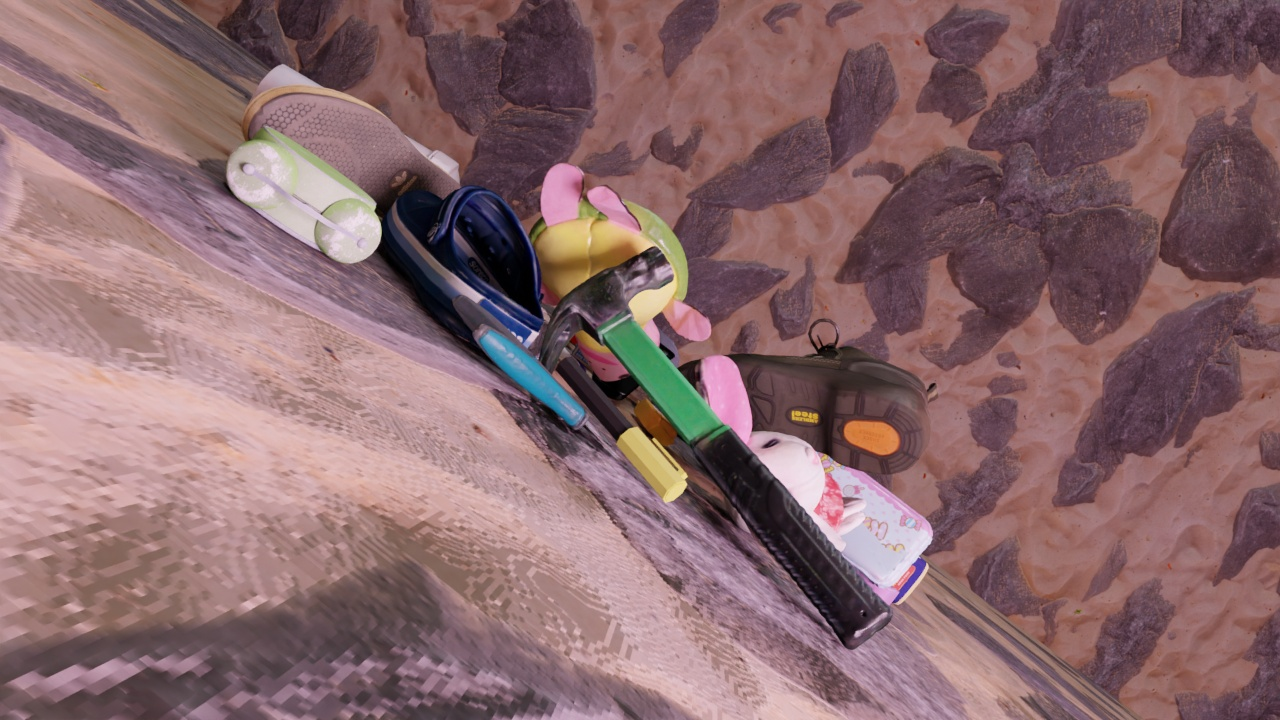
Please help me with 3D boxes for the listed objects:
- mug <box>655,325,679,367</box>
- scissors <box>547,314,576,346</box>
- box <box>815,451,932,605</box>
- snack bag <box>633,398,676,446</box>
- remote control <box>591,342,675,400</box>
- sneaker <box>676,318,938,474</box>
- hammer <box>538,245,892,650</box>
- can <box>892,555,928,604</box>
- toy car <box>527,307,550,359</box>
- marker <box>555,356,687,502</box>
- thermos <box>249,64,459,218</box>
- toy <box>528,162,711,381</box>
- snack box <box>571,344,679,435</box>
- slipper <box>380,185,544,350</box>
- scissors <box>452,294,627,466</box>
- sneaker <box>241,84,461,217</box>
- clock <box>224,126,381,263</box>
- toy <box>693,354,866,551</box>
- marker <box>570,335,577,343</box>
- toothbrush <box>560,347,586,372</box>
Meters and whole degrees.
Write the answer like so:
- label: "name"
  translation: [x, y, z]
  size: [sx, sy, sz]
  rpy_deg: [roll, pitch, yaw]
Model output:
- label: "mug"
  translation: [0.006, 0.008, 1.137]
  size: [0.124, 0.084, 0.104]
  rpy_deg: [63, 11, 21]
- label: "scissors"
  translation: [-0.154, -0.080, 1.120]
  size: [0.201, 0.015, 0.201]
  rpy_deg: [39, 2, 11]
- label: "box"
  translation: [0.163, 0.124, 0.848]
  size: [0.214, 0.092, 0.089]
  rpy_deg: [38, 4, 29]
- label: "snack bag"
  translation: [0.013, 0.057, 0.855]
  size: [0.026, 0.020, 0.099]
  rpy_deg: [44, 1, -16]
- label: "remote control"
  translation: [-0.006, 0.005, 0.931]
  size: [0.041, 0.020, 0.151]
  rpy_deg: [37, 27, 9]
- label: "sneaker"
  translation: [0.147, 0.019, 0.807]
  size: [0.238, 0.101, 0.142]
  rpy_deg: [8, 27, 30]
- label: "hammer"
  translation: [0.045, 0.052, 0.607]
  size: [0.318, 0.130, 0.032]
  rpy_deg: [50, -19, 31]
- label: "can"
  translation: [0.246, 0.202, 0.969]
  size: [0.092, 0.056, 0.116]
  rpy_deg: [38, 3, 11]
- label: "toy car"
  translation: [-0.091, -0.021, 0.735]
  size: [0.039, 0.039, 0.113]
  rpy_deg: [15, 7, -8]
- label: "marker"
  translation: [-0.014, 0.040, 0.590]
  size: [0.124, 0.021, 0.017]
  rpy_deg: [47, -8, 30]
- label: "thermos"
  translation: [-0.279, -0.202, 0.919]
  size: [0.220, 0.099, 0.099]
  rpy_deg: [31, 4, -9]
- label: "toy"
  translation: [-0.026, -0.067, 0.785]
  size: [0.190, 0.087, 0.238]
  rpy_deg: [8, -37, 17]
- label: "snack box"
  translation: [0.022, 0.032, 1.020]
  size: [0.207, 0.056, 0.057]
  rpy_deg: [37, 5, 2]
- label: "slipper"
  translation: [-0.124, -0.078, 0.700]
  size: [0.105, 0.095, 0.253]
  rpy_deg: [32, 8, -33]
- label: "scissors"
  translation: [-0.064, 0.011, 0.561]
  size: [0.156, 0.019, 0.124]
  rpy_deg: [44, -2, 8]
- label: "sneaker"
  translation: [-0.245, -0.179, 0.768]
  size: [0.102, 0.089, 0.241]
  rpy_deg: [44, 6, 21]
- label: "clock"
  translation: [-0.204, -0.101, 0.556]
  size: [0.094, 0.042, 0.119]
  rpy_deg: [34, 4, -31]
- label: "toy"
  translation: [0.108, 0.096, 0.695]
  size: [0.194, 0.084, 0.159]
  rpy_deg: [37, 30, -41]
- label: "marker"
  translation: [-0.084, -0.042, 1.139]
  size: [0.145, 0.021, 0.023]
  rpy_deg: [-122, -163, -80]
- label: "toothbrush"
  translation: [-0.084, -0.015, 0.918]
  size: [0.016, 0.015, 0.186]
  rpy_deg: [40, 1, -29]
